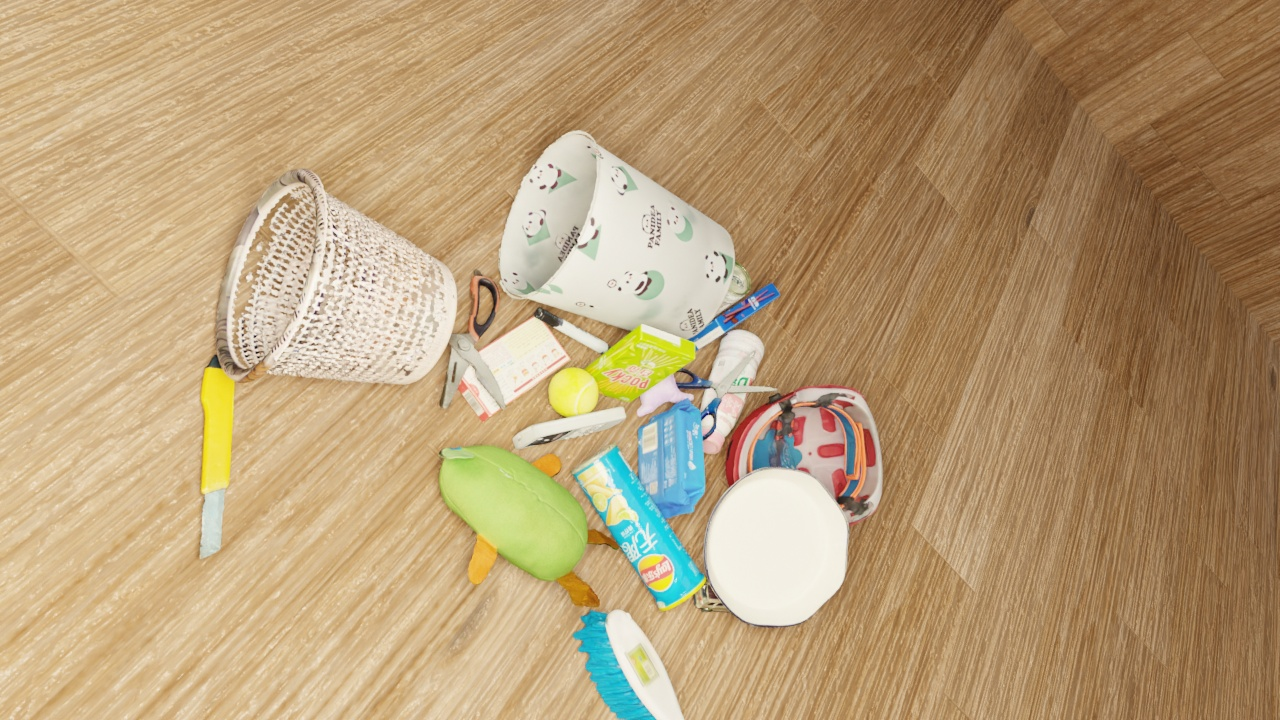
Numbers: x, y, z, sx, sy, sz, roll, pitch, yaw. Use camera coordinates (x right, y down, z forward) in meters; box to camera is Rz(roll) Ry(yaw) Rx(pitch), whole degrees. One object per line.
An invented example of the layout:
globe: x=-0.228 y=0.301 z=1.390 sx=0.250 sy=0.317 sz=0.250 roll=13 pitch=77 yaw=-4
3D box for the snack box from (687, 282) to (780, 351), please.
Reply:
snack box: x=0.139 y=-0.064 z=1.395 sx=0.156 sy=0.085 sz=0.026 roll=-33 pitch=89 yaw=-42

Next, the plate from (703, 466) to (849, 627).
plate: x=0.172 y=0.241 z=1.196 sx=0.204 sy=0.046 sz=0.205 roll=0 pitch=89 yaw=-16

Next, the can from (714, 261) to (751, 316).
can: x=0.094 y=-0.088 z=1.331 sx=0.058 sy=0.147 sz=0.058 roll=16 pitch=59 yaw=-29

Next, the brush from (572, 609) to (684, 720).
brush: x=0.035 y=0.424 z=1.057 sx=0.060 sy=0.110 sz=0.314 roll=-26 pitch=84 yaw=-44

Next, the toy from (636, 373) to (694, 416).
toy: x=0.022 y=0.019 z=1.291 sx=0.084 sy=0.039 sz=0.108 roll=-14 pitch=69 yaw=-8

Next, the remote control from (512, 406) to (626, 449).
remote control: x=-0.089 y=0.087 z=1.168 sx=0.149 sy=0.058 sz=0.021 roll=-10 pitch=75 yaw=-39

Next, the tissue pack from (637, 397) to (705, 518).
tissue pack: x=0.042 y=0.135 z=1.217 sx=0.052 sy=0.095 sz=0.157 roll=19 pitch=58 yaw=-35

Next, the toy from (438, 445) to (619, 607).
toy: x=-0.135 y=0.181 z=1.066 sx=0.246 sy=0.090 sz=0.226 roll=40 pitch=32 yaw=-5

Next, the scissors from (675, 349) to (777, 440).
scissors: x=0.104 y=0.045 z=1.300 sx=0.162 sy=0.012 sz=0.175 roll=20 pitch=66 yaw=17

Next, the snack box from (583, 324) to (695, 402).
snack box: x=-0.007 y=0.007 z=1.203 sx=0.085 sy=0.157 sz=0.026 roll=19 pitch=56 yaw=-29

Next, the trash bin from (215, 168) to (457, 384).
trash bin: x=-0.316 y=-0.066 z=0.991 sx=0.192 sy=0.228 sz=0.227 roll=19 pitch=57 yaw=-43

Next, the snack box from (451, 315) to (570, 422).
snack box: x=-0.165 y=0.007 z=1.173 sx=0.155 sy=0.027 sz=0.077 roll=-37 pitch=92 yaw=-42

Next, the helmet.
helmet: x=0.215 y=0.145 z=1.309 sx=0.239 sy=0.144 sz=0.207 roll=-11 pitch=89 yaw=-19

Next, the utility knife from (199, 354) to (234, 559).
utility knife: x=-0.435 y=0.095 z=0.935 sx=0.033 sy=0.015 sz=0.219 roll=10 pitch=60 yaw=-34

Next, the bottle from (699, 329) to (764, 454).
bottle: x=0.125 y=0.046 z=1.345 sx=0.068 sy=0.068 sz=0.196 roll=36 pitch=55 yaw=-17

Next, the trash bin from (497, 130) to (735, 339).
trash bin: x=-0.025 y=-0.149 z=1.234 sx=0.251 sy=0.230 sz=0.229 roll=21 pitch=57 yaw=-33

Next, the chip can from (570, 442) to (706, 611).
chip can: x=-0.004 y=0.209 z=1.162 sx=0.071 sy=0.071 sz=0.210 roll=-33 pitch=89 yaw=-42

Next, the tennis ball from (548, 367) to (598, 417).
tennis ball: x=-0.087 y=0.042 z=1.188 sx=0.065 sy=0.066 sz=0.065 roll=16 pitch=59 yaw=-30

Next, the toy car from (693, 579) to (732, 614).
toy car: x=0.111 y=0.313 z=1.219 sx=0.090 sy=0.035 sz=0.042 roll=15 pitch=61 yaw=-33

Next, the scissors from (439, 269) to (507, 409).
scissors: x=-0.222 y=-0.033 z=1.133 sx=0.226 sy=0.015 sz=0.188 roll=46 pitch=46 yaw=6

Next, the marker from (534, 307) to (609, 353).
marker: x=-0.090 y=-0.038 z=1.236 sx=0.130 sy=0.018 sz=0.022 roll=29 pitch=24 yaw=-39
